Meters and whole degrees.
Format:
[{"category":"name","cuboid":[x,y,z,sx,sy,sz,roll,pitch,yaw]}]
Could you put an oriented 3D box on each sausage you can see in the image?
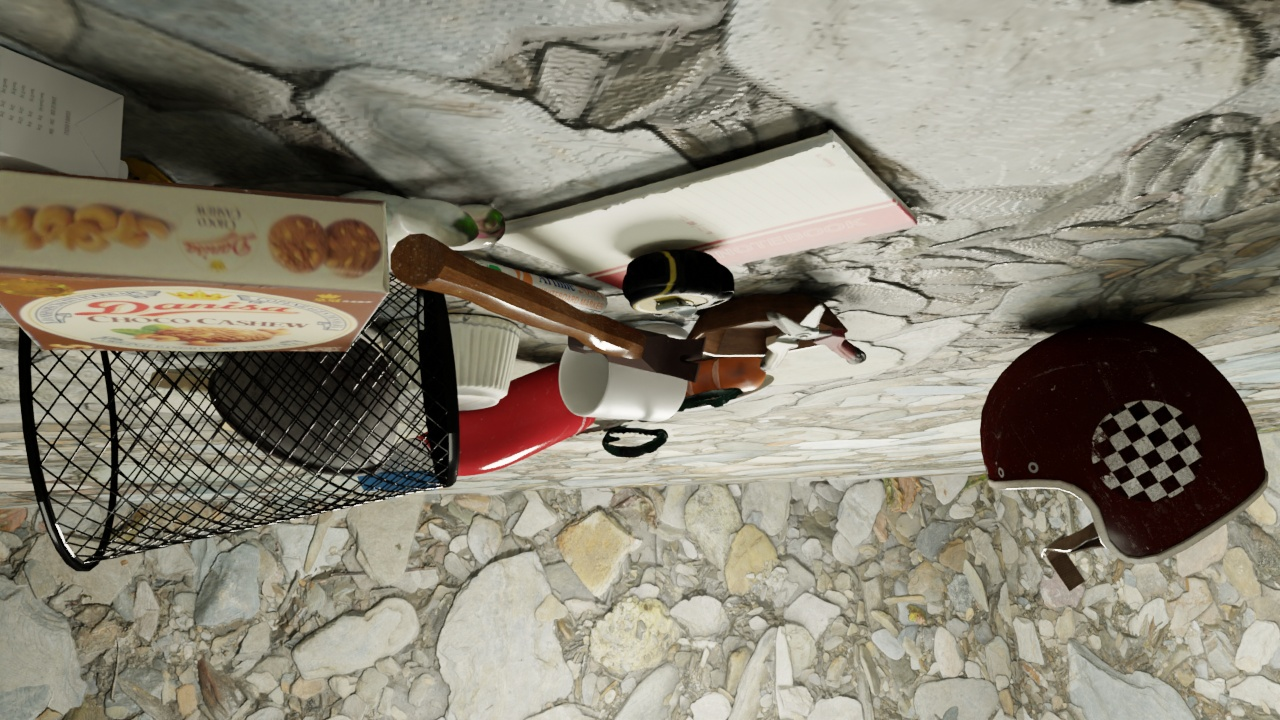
[{"category":"sausage","cuboid":[0.052,0.021,0.951,0.165,0.039,0.044,-10,177,26]}]

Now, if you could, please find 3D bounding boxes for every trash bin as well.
[{"category":"trash bin","cuboid":[-0.227,0.019,0.559,0.210,0.184,0.184,-5,170,-18]}]

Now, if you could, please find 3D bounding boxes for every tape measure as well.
[{"category":"tape measure","cuboid":[0.021,-0.046,0.575,0.062,0.034,0.061,-11,166,34]}]

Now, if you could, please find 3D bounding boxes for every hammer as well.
[{"category":"hammer","cuboid":[-0.045,-0.025,0.560,0.115,0.033,0.322,13,177,21]}]

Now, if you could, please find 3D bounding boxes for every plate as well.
[{"category":"plate","cuboid":[0.078,0.038,0.986,0.134,0.011,0.134,-13,-172,2]},{"category":"plate","cuboid":[0.101,-0.029,0.759,0.131,0.025,0.131,-3,168,-1]}]

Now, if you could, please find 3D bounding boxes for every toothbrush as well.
[{"category":"toothbrush","cuboid":[-0.182,0.089,0.691,0.014,0.016,0.167,-25,-172,-34]}]

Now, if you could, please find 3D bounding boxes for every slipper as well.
[{"category":"slipper","cuboid":[-0.327,0.025,0.827,0.114,0.054,0.272,-1,174,12]}]

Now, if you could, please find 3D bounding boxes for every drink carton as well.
[{"category":"drink carton","cuboid":[-0.257,-0.090,0.330,0.059,0.040,0.122,-10,167,28]}]

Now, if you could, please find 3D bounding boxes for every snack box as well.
[{"category":"snack box","cuboid":[-0.196,-0.036,0.410,0.143,0.041,0.147,1,170,-24]}]

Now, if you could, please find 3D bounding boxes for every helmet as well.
[{"category":"helmet","cuboid":[0.448,0.091,0.873,0.234,0.253,0.233,-35,172,21]}]

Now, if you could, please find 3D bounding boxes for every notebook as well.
[{"category":"notebook","cuboid":[0.039,-0.078,0.538,0.209,0.012,0.153,-10,167,31]}]

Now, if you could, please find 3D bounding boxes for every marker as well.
[{"category":"marker","cuboid":[-0.075,-0.051,0.625,0.017,0.017,0.145,-12,166,37]}]

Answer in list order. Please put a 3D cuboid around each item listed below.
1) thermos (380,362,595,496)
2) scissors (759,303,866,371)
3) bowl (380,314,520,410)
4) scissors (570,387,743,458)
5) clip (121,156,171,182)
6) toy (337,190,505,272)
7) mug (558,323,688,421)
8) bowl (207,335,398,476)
[{"category":"thermos","cuboid":[-0.135,0.064,0.837,0.073,0.073,0.239,-13,-173,41]},{"category":"scissors","cuboid":[0.133,-0.014,0.733,0.186,0.015,0.180,5,166,-30]},{"category":"bowl","cuboid":[-0.157,0.006,0.764,0.115,0.062,0.115,-3,168,-1]},{"category":"scissors","cuboid":[-0.011,0.068,0.884,0.207,0.015,0.179,-15,-169,23]},{"category":"clip","cuboid":[-0.245,-0.072,0.441,0.046,0.037,0.053,-10,170,-4]},{"category":"toy","cuboid":[-0.136,-0.068,0.482,0.123,0.038,0.079,-6,178,3]},{"category":"mug","cuboid":[-0.005,0.005,0.812,0.090,0.073,0.111,7,139,-41]},{"category":"bowl","cuboid":[-0.243,0.018,0.700,0.145,0.067,0.144,31,-165,-9]}]
